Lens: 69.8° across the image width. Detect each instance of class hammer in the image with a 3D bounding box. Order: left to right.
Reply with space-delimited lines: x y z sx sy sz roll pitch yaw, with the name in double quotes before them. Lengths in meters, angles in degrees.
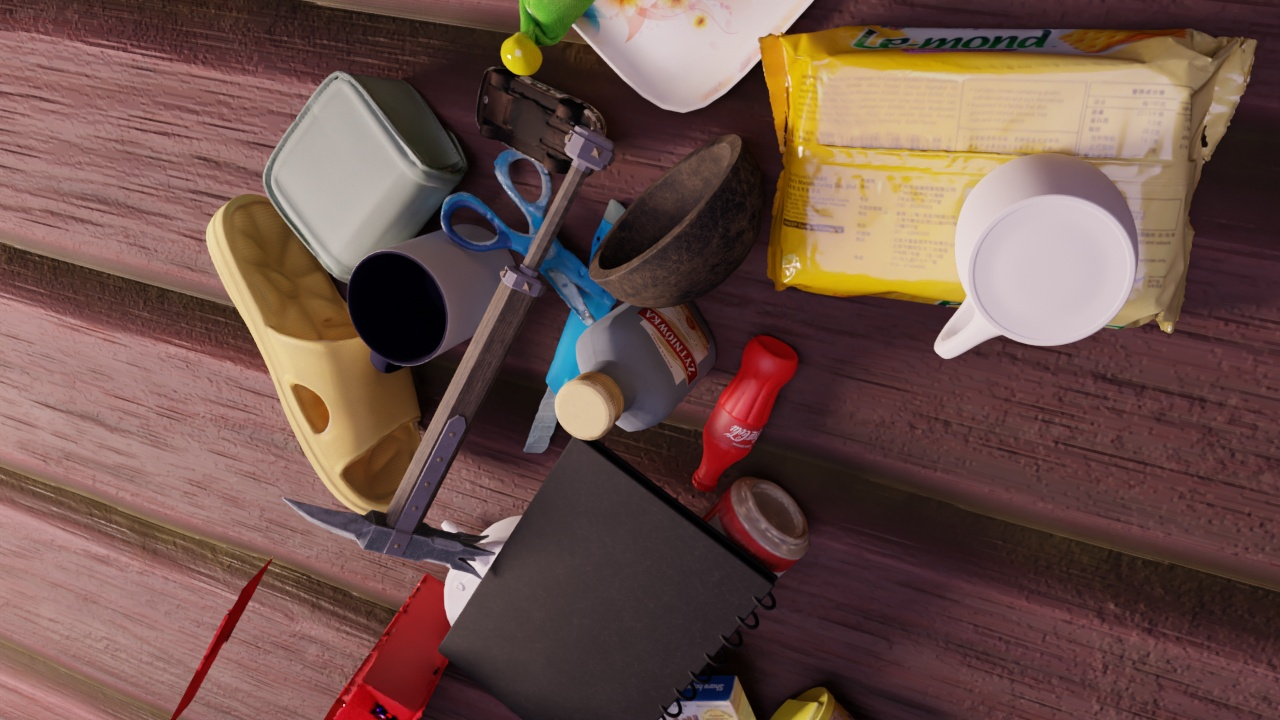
"hammer" -0.103 -0.006 0.590 0.147 0.028 0.317 21 105 -29

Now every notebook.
"notebook" -0.030 0.182 0.643 0.169 0.019 0.232 36 117 7

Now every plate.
"plate" 0.026 -0.264 0.542 0.187 0.016 0.187 47 118 1

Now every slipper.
"slipper" -0.227 -0.014 0.689 0.079 0.099 0.263 -29 92 26

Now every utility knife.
"utility knife" -0.046 -0.016 0.660 0.031 0.015 0.210 29 113 12

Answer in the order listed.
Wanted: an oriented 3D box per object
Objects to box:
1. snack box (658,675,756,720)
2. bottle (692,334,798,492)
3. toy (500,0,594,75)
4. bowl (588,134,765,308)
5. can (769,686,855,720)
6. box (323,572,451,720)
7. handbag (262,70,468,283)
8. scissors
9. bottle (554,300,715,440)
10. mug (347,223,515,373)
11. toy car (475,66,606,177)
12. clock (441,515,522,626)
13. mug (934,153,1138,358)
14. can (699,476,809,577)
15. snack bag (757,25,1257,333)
"snack box" 0.054 0.297 0.699 0.082 0.026 0.150 -8 122 24
"bottle" 0.066 0.040 0.622 0.036 0.036 0.119 30 117 10
"toy" -0.052 -0.242 0.525 0.124 0.096 0.132 30 140 13
"bowl" 0.032 -0.074 0.558 0.121 0.121 0.056 -34 113 28
"can" 0.145 0.296 0.663 0.105 0.067 0.068 45 118 1
"box" -0.259 0.312 0.696 0.124 0.314 0.212 45 119 15
"handbag" -0.192 -0.129 0.649 0.122 0.067 0.106 -42 81 28
"scissors" -0.076 -0.071 0.624 0.090 0.014 0.141 -33 91 -10
"bottle" -0.003 0.003 0.566 0.046 0.160 0.072 -29 96 27
"mug" -0.151 -0.036 0.648 0.078 0.096 0.112 40 118 5
"toy car" -0.066 -0.159 0.607 0.113 0.040 0.049 33 118 28
"clock" -0.091 0.194 0.719 0.126 0.072 0.161 -19 100 26
"mug" 0.182 -0.040 0.441 0.081 0.087 0.114 39 118 4
"can" 0.045 0.156 0.654 0.067 0.067 0.171 42 118 3
"snack bag" 0.183 -0.101 0.508 0.247 0.068 0.160 8 112 20
